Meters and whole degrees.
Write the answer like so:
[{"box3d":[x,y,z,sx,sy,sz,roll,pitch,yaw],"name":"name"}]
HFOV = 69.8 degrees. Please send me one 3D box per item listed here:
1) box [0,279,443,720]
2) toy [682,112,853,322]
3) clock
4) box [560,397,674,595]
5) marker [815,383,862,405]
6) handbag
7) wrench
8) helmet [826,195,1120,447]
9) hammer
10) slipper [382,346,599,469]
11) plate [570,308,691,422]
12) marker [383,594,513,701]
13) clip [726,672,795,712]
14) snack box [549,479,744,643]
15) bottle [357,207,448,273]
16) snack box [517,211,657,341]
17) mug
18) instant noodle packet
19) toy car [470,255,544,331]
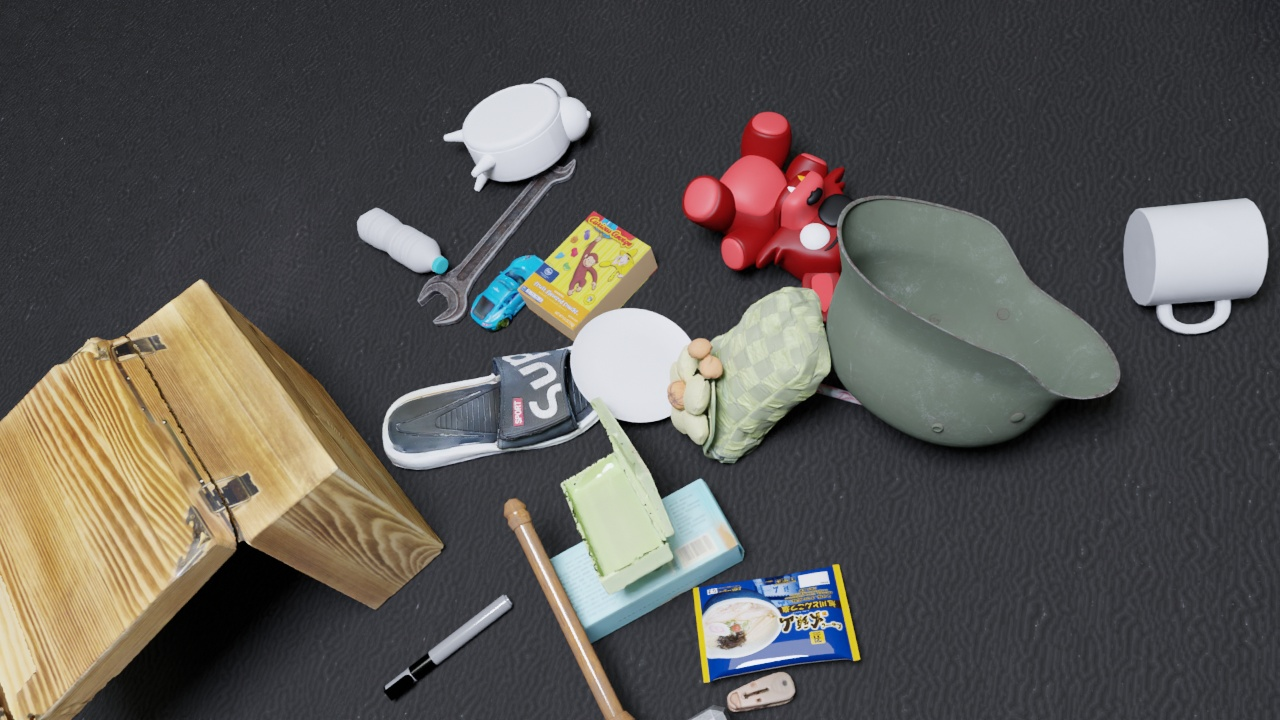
[{"box3d":[-0.429,0.144,0.838,0.336,0.287,0.279,-39,60,-11],"name":"box"},{"box3d":[0.159,-0.151,0.958,0.197,0.121,0.158,37,73,19],"name":"toy"},{"box3d":[-0.145,-0.274,1.121,0.161,0.073,0.125,-32,47,-8],"name":"clock"},{"box3d":[-0.034,0.117,0.827,0.082,0.098,0.188,-29,21,-5],"name":"box"},{"box3d":[0.224,0.042,0.893,0.142,0.013,0.012,16,68,22],"name":"marker"},{"box3d":[0.090,0.009,0.856,0.116,0.187,0.113,6,54,-30],"name":"handbag"},{"box3d":[-0.167,-0.152,1.094,0.070,0.010,0.272,29,72,25],"name":"wrench"},{"box3d":[0.273,-0.012,0.816,0.268,0.154,0.226,20,38,2],"name":"helmet"},{"box3d":[-0.042,0.255,0.769,0.162,0.083,0.317,-29,71,-2],"name":"hammer"},{"box3d":[-0.150,0.043,0.957,0.264,0.063,0.111,-14,60,8],"name":"slipper"},{"box3d":[-0.005,0.006,0.951,0.134,0.011,0.134,4,60,-7],"name":"plate"},{"box3d":[-0.181,0.270,0.869,0.140,0.016,0.016,-37,60,-7],"name":"marker"},{"box3d":[0.103,0.289,0.789,0.061,0.049,0.025,1,52,-32],"name":"clip"},{"box3d":[0.003,0.186,0.848,0.174,0.053,0.075,-28,60,-3],"name":"snack box"},{"box3d":[-0.281,-0.139,1.092,0.136,0.044,0.044,30,73,28],"name":"bottle"},{"box3d":[-0.058,-0.091,1.016,0.088,0.040,0.125,36,76,27],"name":"snack box"},{"box3d":[0.513,-0.085,0.852,0.090,0.091,0.121,-4,95,12],"name":"mug"},{"box3d":[0.117,0.231,0.809,0.134,0.026,0.087,-11,51,8],"name":"instant noodle packet"},{"box3d":[-0.148,-0.080,1.039,0.048,0.032,0.105,37,75,28],"name":"toy car"}]
